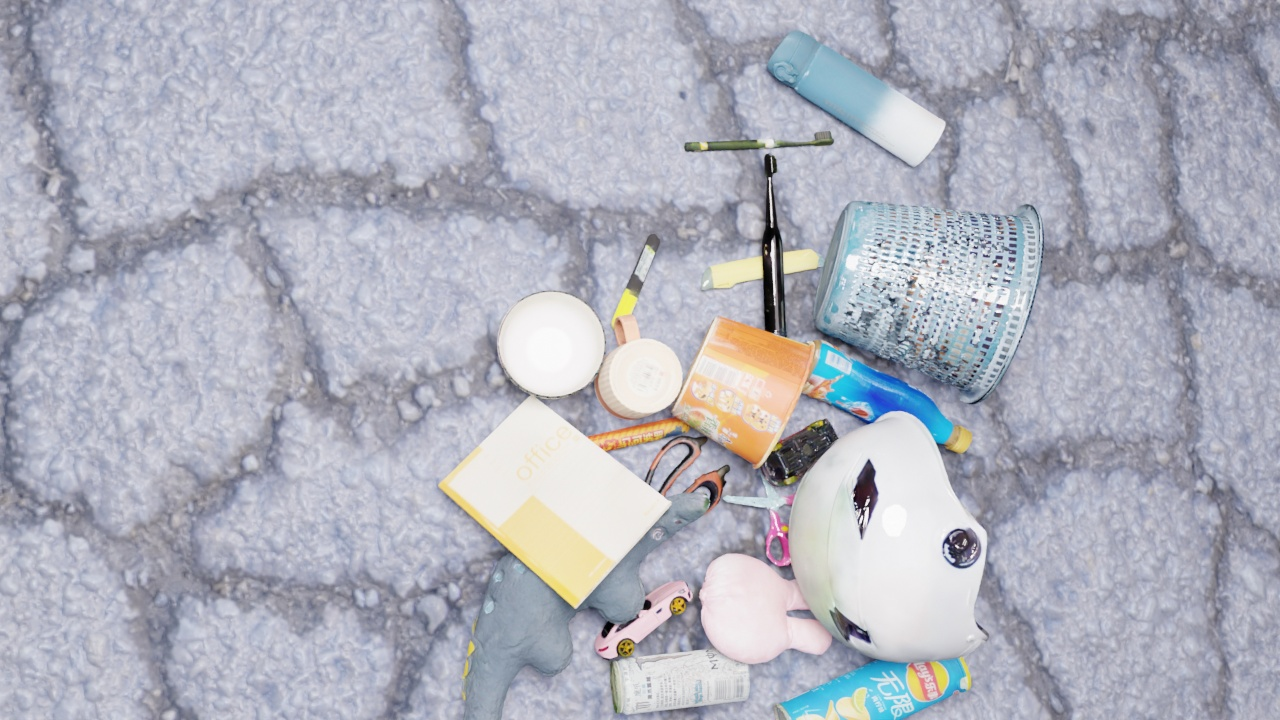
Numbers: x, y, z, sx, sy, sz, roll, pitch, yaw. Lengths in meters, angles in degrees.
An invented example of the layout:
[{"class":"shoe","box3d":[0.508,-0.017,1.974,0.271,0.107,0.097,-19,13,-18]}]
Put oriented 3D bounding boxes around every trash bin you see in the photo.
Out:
[{"class":"trash bin","box3d":[0.304,-0.084,1.020,0.195,0.226,0.226,15,82,5]}]

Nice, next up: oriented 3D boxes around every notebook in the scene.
[{"class":"notebook","box3d":[-0.092,0.140,0.959,0.206,0.010,0.145,36,68,25]}]

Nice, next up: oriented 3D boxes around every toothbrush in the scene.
[{"class":"toothbrush","box3d":[0.153,-0.131,1.061,0.027,0.026,0.212,-7,96,-49]},{"class":"toothbrush","box3d":[0.142,-0.262,1.097,0.185,0.012,0.017,-5,79,-10]}]

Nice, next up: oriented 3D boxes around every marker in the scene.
[{"class":"marker","box3d":[-0.005,-0.090,1.054,0.018,0.015,0.124,24,78,-8]}]

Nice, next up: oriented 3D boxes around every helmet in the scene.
[{"class":"helmet","box3d":[0.234,0.193,0.958,0.145,0.229,0.259,-12,102,-14]}]

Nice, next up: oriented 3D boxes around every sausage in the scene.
[{"class":"sausage","box3d":[-0.019,0.087,1.029,0.165,0.021,0.021,-12,86,-10]}]

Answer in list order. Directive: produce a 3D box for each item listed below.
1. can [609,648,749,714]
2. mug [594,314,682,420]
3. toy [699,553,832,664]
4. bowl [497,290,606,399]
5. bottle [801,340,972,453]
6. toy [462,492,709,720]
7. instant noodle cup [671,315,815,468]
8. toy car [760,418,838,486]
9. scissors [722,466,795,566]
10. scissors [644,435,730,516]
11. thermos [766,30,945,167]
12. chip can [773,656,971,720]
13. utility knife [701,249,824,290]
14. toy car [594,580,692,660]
[{"class":"can","box3d":[0.043,0.347,0.996,0.146,0.058,0.058,-3,85,-10]},{"class":"mug","box3d":[-0.006,0.006,0.997,0.081,0.106,0.114,-10,86,-11]},{"class":"toy","box3d":[0.137,0.276,1.011,0.159,0.054,0.121,15,54,-17]},{"class":"bowl","box3d":[-0.099,-0.014,1.003,0.116,0.066,0.116,1,83,-10]},{"class":"bottle","box3d":[0.283,0.049,1.064,0.218,0.065,0.065,26,81,-7]},{"class":"toy","box3d":[-0.081,0.239,0.960,0.355,0.091,0.138,-41,66,-13]},{"class":"instant noodle cup","box3d":[0.107,0.027,1.000,0.111,0.151,0.151,24,81,2]},{"class":"toy car","box3d":[0.182,0.107,1.055,0.106,0.031,0.049,-26,86,-22]},{"class":"scissors","box3d":[0.161,0.166,1.054,0.135,0.017,0.133,-14,80,-15]},{"class":"scissors","box3d":[0.021,0.189,1.029,0.193,0.015,0.206,-1,85,-10]},{"class":"thermos","box3d":[0.254,-0.313,1.094,0.220,0.070,0.070,30,80,-6]},{"class":"chip can","box3d":[0.258,0.376,1.023,0.210,0.071,0.071,-20,88,-11]},{"class":"utility knife","box3d":[0.146,-0.108,1.080,0.162,0.018,0.031,-11,90,-9]},{"class":"toy car","box3d":[0.001,0.278,0.998,0.122,0.056,0.037,-35,98,-12]}]
